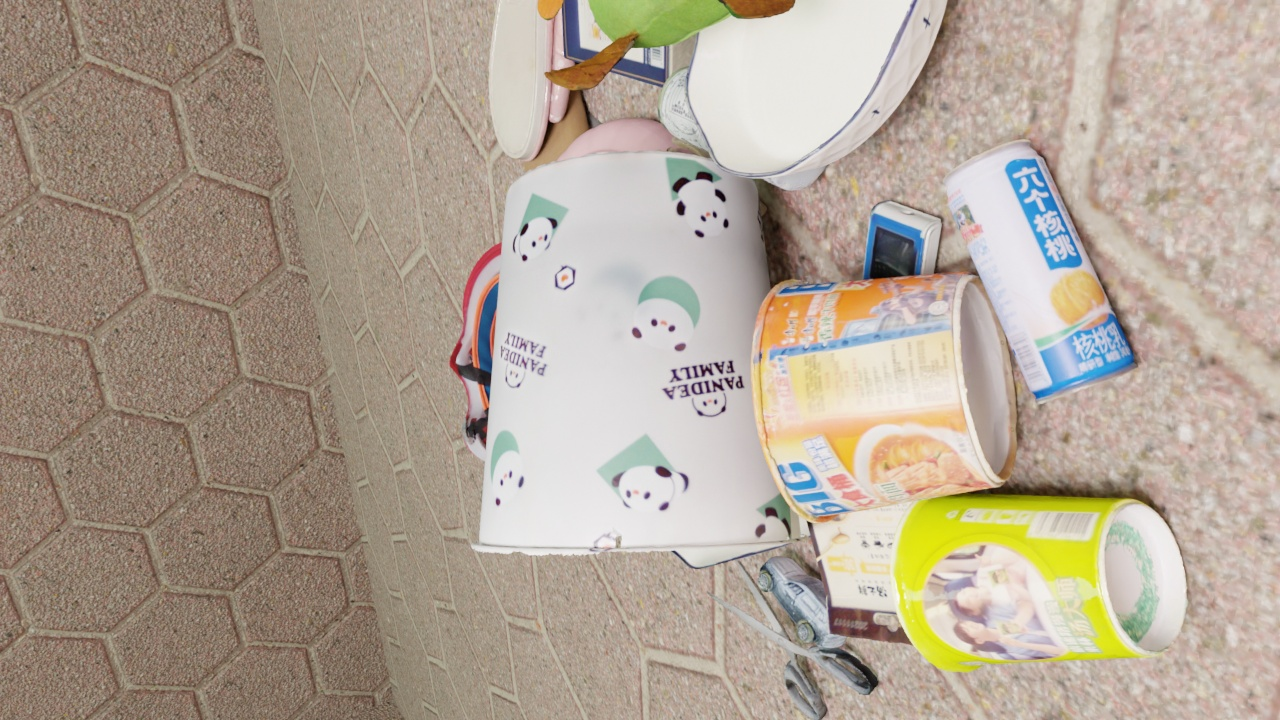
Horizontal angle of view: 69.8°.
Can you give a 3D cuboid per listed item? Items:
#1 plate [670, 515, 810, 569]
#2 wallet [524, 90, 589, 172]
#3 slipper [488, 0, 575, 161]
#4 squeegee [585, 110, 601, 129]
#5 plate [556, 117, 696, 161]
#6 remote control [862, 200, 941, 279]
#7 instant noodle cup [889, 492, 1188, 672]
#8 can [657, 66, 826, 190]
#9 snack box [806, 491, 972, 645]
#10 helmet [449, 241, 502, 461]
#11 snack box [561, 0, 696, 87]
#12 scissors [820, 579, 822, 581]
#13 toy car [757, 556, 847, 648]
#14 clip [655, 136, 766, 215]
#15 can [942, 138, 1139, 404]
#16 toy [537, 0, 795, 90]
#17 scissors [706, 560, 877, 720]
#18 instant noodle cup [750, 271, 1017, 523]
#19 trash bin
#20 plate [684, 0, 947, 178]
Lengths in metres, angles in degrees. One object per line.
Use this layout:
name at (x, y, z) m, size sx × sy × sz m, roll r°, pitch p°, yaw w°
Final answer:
plate at (0.075, 0.086, 0.787) m, size 0.267 × 0.034 × 0.162 m, roll -34°, pitch 82°, yaw 49°
wallet at (-0.085, -0.211, 0.924) m, size 0.090 × 0.033 × 0.115 m, roll -33°, pitch 57°, yaw 35°
slipper at (-0.097, -0.334, 0.901) m, size 0.114 × 0.054 × 0.274 m, roll 24°, pitch 111°, yaw 50°
squeegee at (-0.066, -0.135, 0.978) m, size 0.247 × 0.040 × 0.250 m, roll 45°, pitch 142°, yaw 42°
plate at (-0.026, -0.121, 0.815) m, size 0.193 × 0.039 × 0.192 m, roll 1°, pitch 91°, yaw 36°
remote control at (0.169, -0.040, 0.608) m, size 0.049 × 0.024 × 0.125 m, roll 37°, pitch 137°, yaw 49°
instant noodle cup at (0.225, 0.122, 0.515) m, size 0.124 × 0.111 × 0.111 m, roll -19°, pitch 88°, yaw 55°
can at (0.074, -0.174, 0.676) m, size 0.147 × 0.058 × 0.058 m, roll 40°, pitch 137°, yaw 47°
snack box at (0.172, 0.125, 0.632) m, size 0.113 × 0.053 × 0.125 m, roll -9°, pitch 99°, yaw 48°
helmet at (-0.084, -0.002, 0.961) m, size 0.207 × 0.143 × 0.240 m, roll -13°, pitch 83°, yaw 34°
snack box at (-0.008, -0.330, 0.757) m, size 0.182 × 0.045 × 0.178 m, roll 37°, pitch 135°, yaw 49°
scissors at (0.155, 0.175, 0.761) m, size 0.118 × 0.017 × 0.134 m, roll 63°, pitch 154°, yaw 17°
toy car at (0.135, 0.195, 0.753) m, size 0.090 × 0.042 × 0.034 m, roll 48°, pitch 124°, yaw 38°
clip at (0.053, -0.137, 0.741) m, size 0.100 × 0.034 × 0.070 m, roll 41°, pitch 146°, yaw 5°
can at (0.212, -0.048, 0.493) m, size 0.053 × 0.053 × 0.134 m, roll -36°, pitch 72°, yaw 61°
toy at (0.018, -0.270, 0.575) m, size 0.227 × 0.090 × 0.246 m, roll -16°, pitch 57°, yaw 28°
scissors at (0.129, 0.246, 0.799) m, size 0.160 × 0.014 × 0.178 m, roll -12°, pitch 112°, yaw 52°
instant noodle cup at (0.148, 0.017, 0.536) m, size 0.112 × 0.151 × 0.151 m, roll -9°, pitch 97°, yaw 33°
trash bin at (-0.004, 0.004, 0.648) m, size 0.230 × 0.229 × 0.251 m, roll -17°, pitch 73°, yaw 63°
plate at (0.104, -0.208, 0.552) m, size 0.205 × 0.045 × 0.204 m, roll -22°, pitch 63°, yaw 53°
